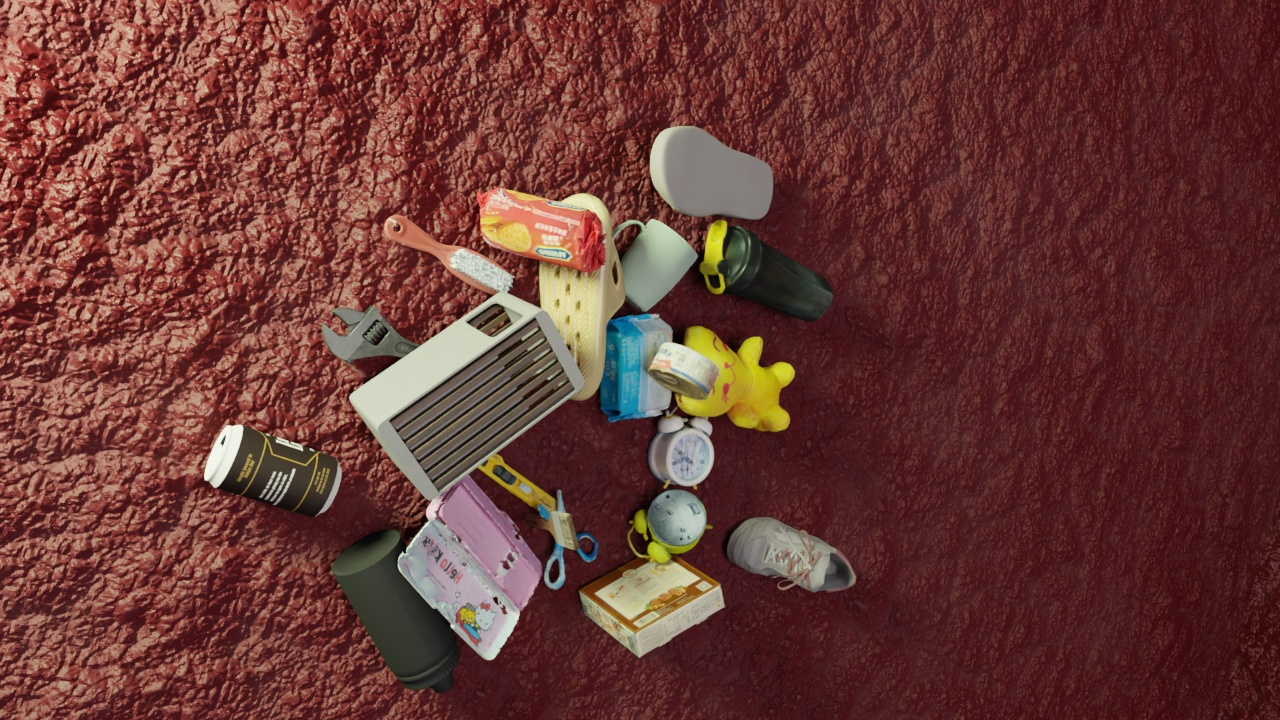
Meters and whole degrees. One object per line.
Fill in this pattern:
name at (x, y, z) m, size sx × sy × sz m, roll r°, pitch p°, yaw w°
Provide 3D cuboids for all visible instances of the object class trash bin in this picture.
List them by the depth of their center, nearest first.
trash bin at (-0.202, 0.035, 1.080) m, size 0.228 × 0.114 × 0.114 m, roll -37°, pitch 121°, yaw -18°

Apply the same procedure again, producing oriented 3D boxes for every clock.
clock at (0.038, 0.234, 1.288) m, size 0.119 × 0.057 × 0.083 m, roll -24°, pitch 65°, yaw -13°
clock at (0.060, 0.120, 1.307) m, size 0.088 × 0.052 × 0.125 m, roll 5°, pitch 90°, yaw -31°

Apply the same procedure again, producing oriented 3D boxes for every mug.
mug at (0.002, -0.133, 1.221) m, size 0.111 × 0.084 × 0.104 m, roll 41°, pitch 86°, yaw -23°

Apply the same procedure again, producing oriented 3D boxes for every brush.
brush at (-0.228, -0.127, 1.111) m, size 0.172 × 0.030 × 0.041 m, roll 28°, pitch 81°, yaw -30°
brush at (-0.117, 0.208, 1.154) m, size 0.008 × 0.143 × 0.045 m, roll -16°, pitch 96°, yaw -30°

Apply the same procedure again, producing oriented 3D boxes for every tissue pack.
tissue pack at (-0.007, 0.007, 1.244) m, size 0.092 × 0.062 × 0.144 m, roll -7°, pitch 102°, yaw -36°

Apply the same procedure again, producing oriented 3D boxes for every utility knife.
utility knife at (-0.157, 0.163, 1.201) m, size 0.159 × 0.017 × 0.030 m, roll 42°, pitch 84°, yaw -32°

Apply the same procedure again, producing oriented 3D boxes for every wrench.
wrench at (-0.255, -0.002, 1.119) m, size 0.273 × 0.018 × 0.073 m, roll 22°, pitch 85°, yaw -33°

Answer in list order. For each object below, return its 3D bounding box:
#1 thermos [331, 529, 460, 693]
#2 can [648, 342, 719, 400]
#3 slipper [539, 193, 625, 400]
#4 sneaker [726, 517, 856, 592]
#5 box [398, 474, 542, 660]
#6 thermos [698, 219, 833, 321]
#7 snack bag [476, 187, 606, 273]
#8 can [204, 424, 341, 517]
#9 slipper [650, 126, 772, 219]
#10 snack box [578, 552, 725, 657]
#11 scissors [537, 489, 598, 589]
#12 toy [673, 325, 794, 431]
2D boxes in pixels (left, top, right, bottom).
thermos at (-0.283, 0.309, 1.099) m, size 0.086 × 0.086 × 0.199 m, roll -32°, pitch 111°, yaw -24°
can at (0.057, 0.015, 1.198) m, size 0.086 × 0.086 × 0.043 m, roll 34°, pitch 75°, yaw -30°
slipper at (-0.072, -0.080, 1.180) m, size 0.079 × 0.111 × 0.261 m, roll -8°, pitch 102°, yaw -56°
sneaker at (0.243, 0.308, 1.418) m, size 0.236 × 0.090 × 0.099 m, roll 19°, pitch 86°, yaw -32°
box at (-0.205, 0.254, 1.131) m, size 0.201 × 0.037 × 0.152 m, roll 58°, pitch 45°, yaw -30°
thermos at (0.181, -0.120, 1.327) m, size 0.220 × 0.098 × 0.098 m, roll 20°, pitch 85°, yaw -36°
snack bag at (-0.114, -0.156, 1.101) m, size 0.082 × 0.176 × 0.082 m, roll -48°, pitch 148°, yaw -45°
can at (-0.402, 0.122, 1.012) m, size 0.128 × 0.072 × 0.072 m, roll 26°, pitch 82°, yaw -31°
slipper at (0.085, -0.254, 1.267) m, size 0.265 × 0.081 × 0.113 m, roll -1°, pitch 103°, yaw -49°
snack box at (0.013, 0.323, 1.247) m, size 0.142 × 0.147 × 0.041 m, roll -23°, pitch 113°, yaw -28°
scissors at (-0.096, 0.233, 1.238) m, size 0.117 × 0.013 × 0.140 m, roll -10°, pitch 98°, yaw -44°
toy at (0.128, 0.029, 1.315) m, size 0.193 × 0.088 × 0.134 m, roll 17°, pitch 70°, yaw -33°
